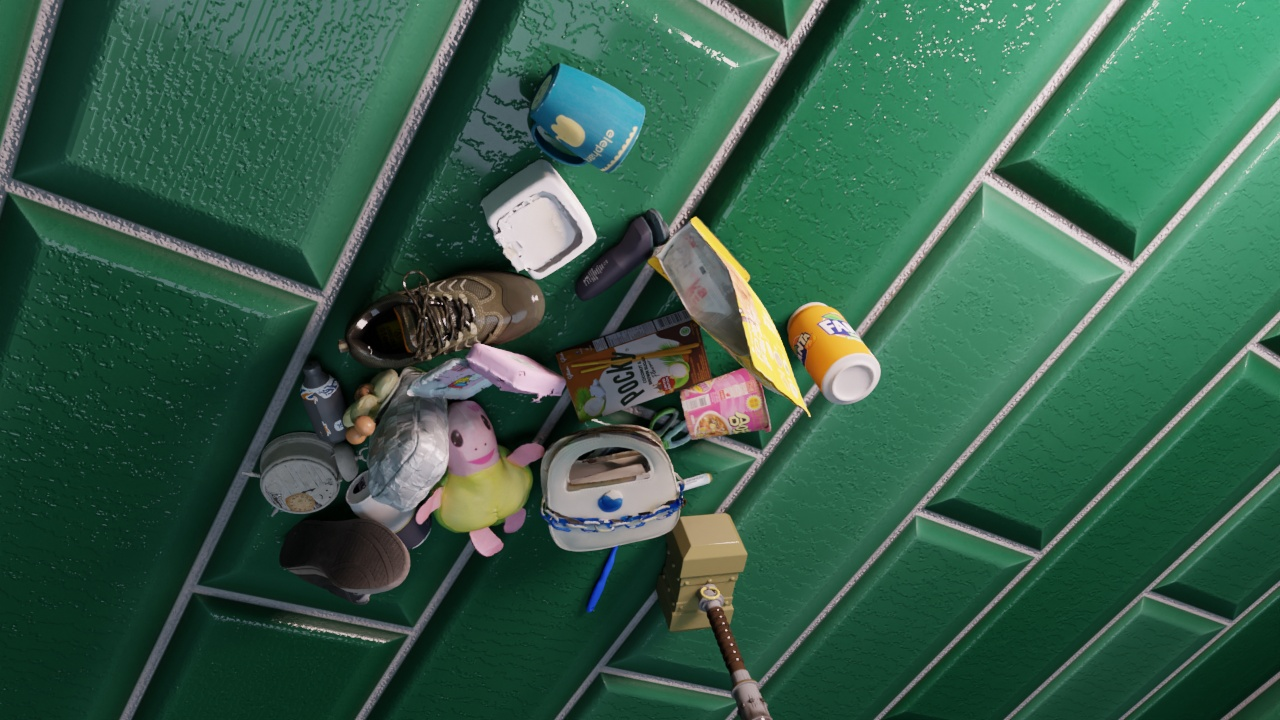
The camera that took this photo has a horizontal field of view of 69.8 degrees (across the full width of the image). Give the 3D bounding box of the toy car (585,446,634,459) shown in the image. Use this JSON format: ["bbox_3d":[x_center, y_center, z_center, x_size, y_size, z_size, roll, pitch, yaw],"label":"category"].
[{"bbox_3d":[-0.038,0.127,1.281,0.048,0.033,0.106,20,130,-34],"label":"toy car"}]

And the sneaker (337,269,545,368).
[{"bbox_3d":[-0.229,-0.051,1.024,0.238,0.143,0.101,-16,93,-1],"label":"sneaker"}]

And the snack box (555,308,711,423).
[{"bbox_3d":[-0.007,0.007,1.207,0.186,0.031,0.101,-19,127,-3],"label":"snack box"}]

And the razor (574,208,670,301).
[{"bbox_3d":[-0.024,-0.123,1.107,0.143,0.047,0.052,-39,150,15],"label":"razor"}]

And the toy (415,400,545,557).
[{"bbox_3d":[-0.214,0.162,1.219,0.189,0.088,0.238,-27,128,-17],"label":"toy"}]

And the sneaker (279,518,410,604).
[{"bbox_3d":[-0.360,0.272,1.202,0.235,0.095,0.120,-8,143,36],"label":"sneaker"}]

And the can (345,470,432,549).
[{"bbox_3d":[-0.337,0.197,1.224,0.064,0.064,0.127,-31,127,6],"label":"can"}]

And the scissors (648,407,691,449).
[{"bbox_3d":[-0.001,0.131,1.309,0.176,0.032,0.078,-43,128,11],"label":"scissors"}]

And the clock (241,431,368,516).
[{"bbox_3d":[-0.411,0.143,1.167,0.157,0.061,0.103,-17,127,-1],"label":"clock"}]

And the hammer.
[{"bbox_3d":[0.120,0.398,1.333,0.100,0.324,0.191,-2,124,-15],"label":"hammer"}]

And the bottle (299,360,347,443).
[{"bbox_3d":[-0.386,0.050,1.119,0.047,0.047,0.112,-13,127,-7],"label":"bottle"}]

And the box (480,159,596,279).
[{"bbox_3d":[-0.116,-0.153,1.039,0.102,0.076,0.107,-33,124,7],"label":"box"}]

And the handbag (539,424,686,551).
[{"bbox_3d":[-0.040,0.172,1.243,0.200,0.092,0.200,-12,133,-4],"label":"handbag"}]

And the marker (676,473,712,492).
[{"bbox_3d":[0.035,0.193,1.359,0.146,0.017,0.017,-16,127,-6],"label":"marker"}]

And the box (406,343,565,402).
[{"bbox_3d":[-0.174,0.015,1.083,0.150,0.201,0.073,2,86,9],"label":"box"}]

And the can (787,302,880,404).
[{"bbox_3d":[0.248,-0.012,1.198,0.079,0.142,0.079,-8,125,-11],"label":"can"}]

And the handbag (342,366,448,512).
[{"bbox_3d":[-0.292,0.087,1.093,0.123,0.171,0.113,33,110,-32],"label":"handbag"}]

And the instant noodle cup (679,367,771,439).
[{"bbox_3d":[0.113,0.062,1.248,0.108,0.097,0.098,-14,127,4],"label":"instant noodle cup"}]

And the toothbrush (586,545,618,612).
[{"bbox_3d":[-0.051,0.330,1.428,0.016,0.018,0.183,-7,129,-42],"label":"toothbrush"}]

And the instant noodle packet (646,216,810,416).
[{"bbox_3d":[0.115,-0.038,1.072,0.084,0.221,0.163,-37,143,11],"label":"instant noodle packet"}]

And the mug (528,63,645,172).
[{"bbox_3d":[-0.069,-0.255,0.985,0.104,0.084,0.112,28,141,-24],"label":"mug"}]
